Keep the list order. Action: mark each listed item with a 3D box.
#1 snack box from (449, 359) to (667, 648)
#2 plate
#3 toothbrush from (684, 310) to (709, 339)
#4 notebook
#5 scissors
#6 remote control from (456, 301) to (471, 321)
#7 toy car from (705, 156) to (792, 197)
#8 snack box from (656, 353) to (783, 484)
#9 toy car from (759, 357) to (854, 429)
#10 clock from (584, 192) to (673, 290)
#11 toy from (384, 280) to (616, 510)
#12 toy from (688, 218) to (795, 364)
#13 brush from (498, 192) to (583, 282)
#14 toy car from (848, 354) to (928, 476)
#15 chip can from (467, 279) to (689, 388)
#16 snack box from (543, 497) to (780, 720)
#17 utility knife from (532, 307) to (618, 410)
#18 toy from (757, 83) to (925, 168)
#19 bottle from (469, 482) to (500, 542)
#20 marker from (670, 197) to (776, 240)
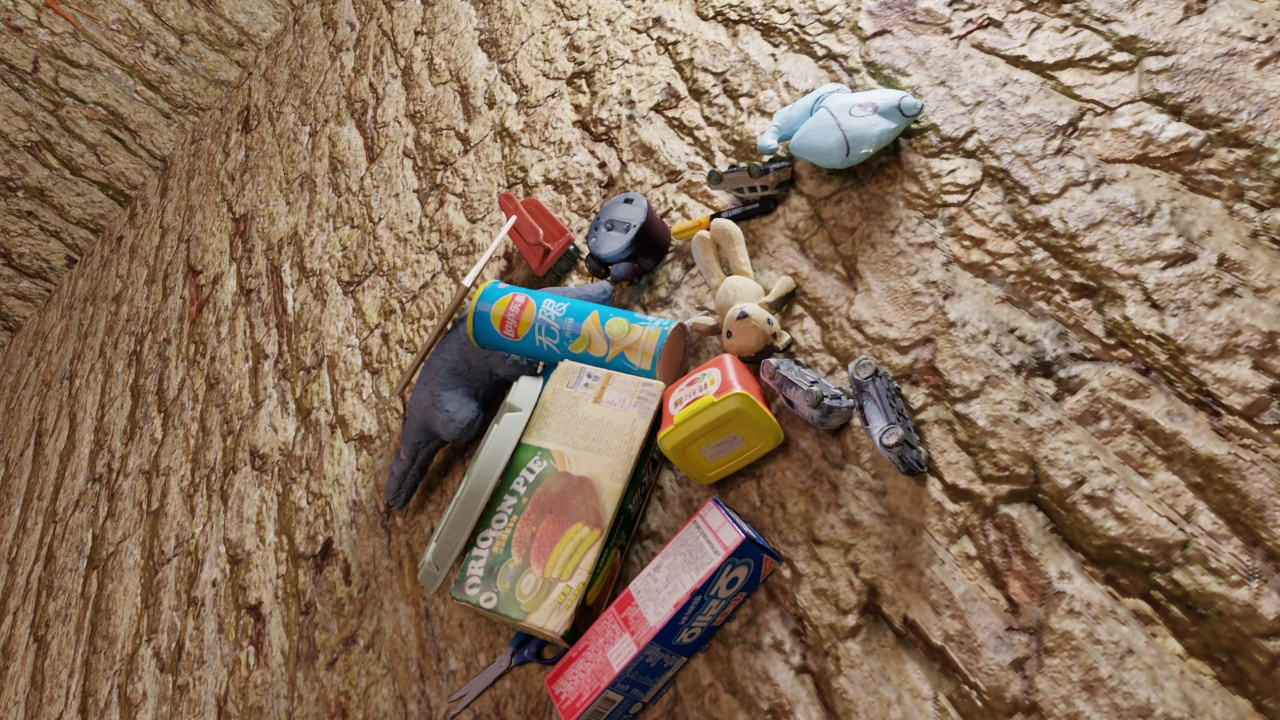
[{"bbox_3d":[-0.061,0.121,0.808,0.115,0.063,0.239,11,65,24],"label":"snack box"},{"bbox_3d":[-0.155,0.113,0.876,0.230,0.027,0.230,-60,7,13],"label":"plate"},{"bbox_3d":[-0.005,0.005,0.917,0.188,0.016,0.017,-37,33,18],"label":"toothbrush"},{"bbox_3d":[-0.217,-0.061,1.069,0.212,0.012,0.149,-48,13,39],"label":"notebook"},{"bbox_3d":[-0.122,0.264,0.844,0.174,0.012,0.126,-20,52,33],"label":"scissors"},{"bbox_3d":[-0.225,-0.011,1.126,0.056,0.020,0.136,21,78,47],"label":"remote control"},{"bbox_3d":[0.107,-0.183,0.925,0.091,0.042,0.035,5,109,43],"label":"toy car"},{"bbox_3d":[0.066,0.048,0.778,0.091,0.082,0.080,-33,31,20],"label":"snack box"},{"bbox_3d":[0.135,0.024,0.754,0.090,0.042,0.034,39,125,45],"label":"toy car"},{"bbox_3d":[-0.018,-0.123,0.988,0.082,0.055,0.122,21,79,47],"label":"clock"},{"bbox_3d":[-0.177,0.015,1.012,0.357,0.091,0.138,-46,50,10],"label":"toy"},{"bbox_3d":[0.087,-0.064,0.841,0.105,0.066,0.157,-21,55,8],"label":"toy"},{"bbox_3d":[-0.129,-0.158,1.104,0.063,0.069,0.146,-46,41,6],"label":"brush"},{"bbox_3d":[0.183,0.043,0.689,0.031,0.049,0.105,-35,43,25],"label":"toy car"},{"bbox_3d":[-0.062,-0.024,0.890,0.210,0.071,0.071,14,71,23],"label":"chip can"},{"bbox_3d":[0.017,0.205,0.723,0.207,0.057,0.058,-48,38,5],"label":"snack box"},{"bbox_3d":[-0.080,0.000,0.987,0.161,0.018,0.034,-47,27,5],"label":"utility knife"},{"bbox_3d":[0.186,-0.223,0.872,0.162,0.050,0.156,-21,39,22],"label":"toy"},{"bbox_3d":[-0.119,0.142,0.887,0.063,0.063,0.108,7,67,45],"label":"bottle"},{"bbox_3d":[0.083,-0.146,0.941,0.124,0.015,0.018,-12,59,35],"label":"marker"}]
